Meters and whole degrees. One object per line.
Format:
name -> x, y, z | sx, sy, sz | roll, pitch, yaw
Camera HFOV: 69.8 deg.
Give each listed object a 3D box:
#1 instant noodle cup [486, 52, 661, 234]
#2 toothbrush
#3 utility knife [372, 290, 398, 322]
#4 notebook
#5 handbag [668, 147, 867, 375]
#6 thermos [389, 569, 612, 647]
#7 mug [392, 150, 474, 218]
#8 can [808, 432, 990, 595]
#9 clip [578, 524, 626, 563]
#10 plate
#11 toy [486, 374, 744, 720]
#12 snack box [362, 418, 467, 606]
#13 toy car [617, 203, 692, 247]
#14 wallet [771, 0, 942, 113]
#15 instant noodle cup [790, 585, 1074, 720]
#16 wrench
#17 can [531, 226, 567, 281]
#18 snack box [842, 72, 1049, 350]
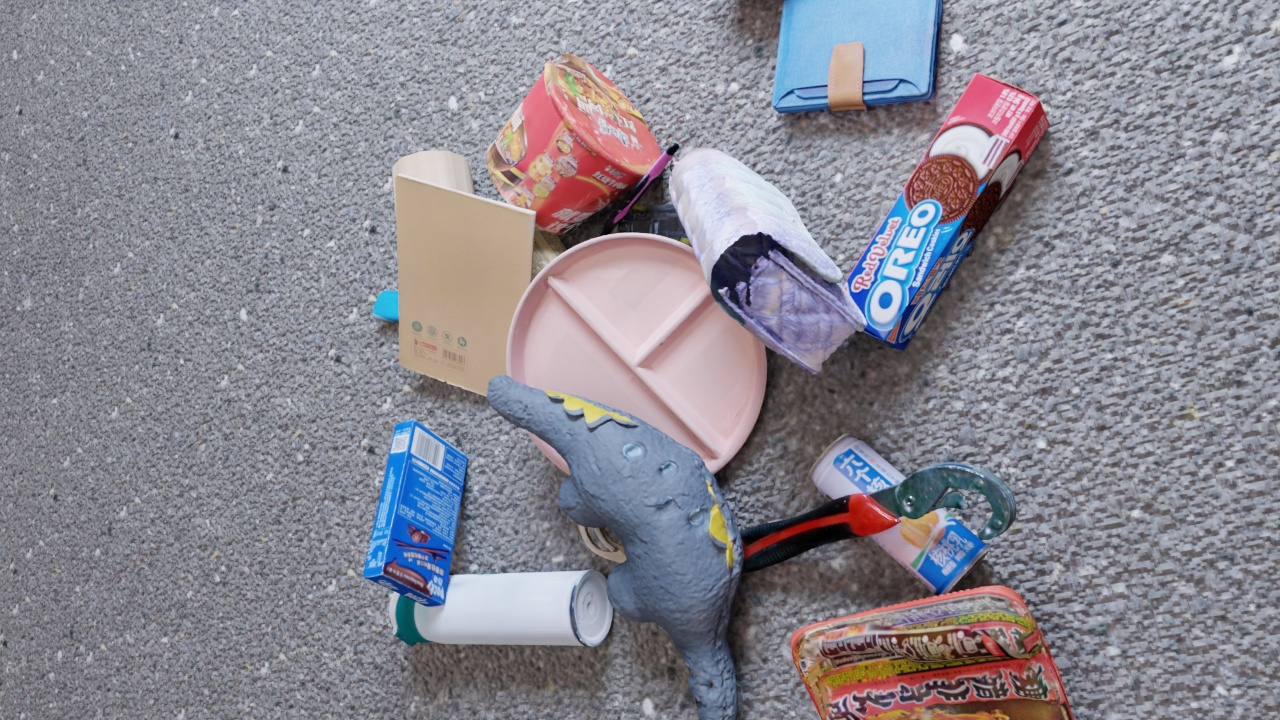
instant noodle cup -> -0.064, -0.187, 0.831 | 0.109, 0.137, 0.138 | -38, 68, 29
toothbrush -> -0.016, -0.136, 0.814 | 0.190, 0.014, 0.017 | -43, 51, 50
utility knife -> -0.195, -0.052, 0.948 | 0.199, 0.018, 0.034 | 5, 85, 26
notebook -> -0.169, -0.062, 0.871 | 0.148, 0.008, 0.208 | 18, 122, 17
handbag -> 0.091, -0.083, 0.693 | 0.076, 0.134, 0.193 | -47, 27, 17
thermos -> -0.138, 0.231, 0.863 | 0.225, 0.073, 0.073 | -9, 81, 28
mug -> -0.216, -0.142, 0.942 | 0.125, 0.084, 0.103 | -25, 70, 52
can -> 0.194, 0.116, 0.698 | 0.134, 0.053, 0.053 | 42, 105, 25
clip -> -0.022, 0.172, 0.824 | 0.093, 0.035, 0.103 | -11, 88, 23
plate -> -0.005, 0.005, 0.796 | 0.230, 0.028, 0.229 | 2, 100, 12
toy -> 0.009, 0.141, 0.751 | 0.138, 0.091, 0.356 | -32, 87, 15
snack box -> -0.209, 0.143, 0.865 | 0.026, 0.084, 0.156 | -16, 51, 25
toy car -> 0.023, -0.119, 0.825 | 0.091, 0.035, 0.042 | 1, 87, 31
wallet -> 0.177, -0.257, 0.756 | 0.133, 0.040, 0.106 | 3, 82, 30
instant noodle cup -> 0.213, 0.237, 0.641 | 0.165, 0.078, 0.189 | -19, 102, 25
wrench -> 0.152, 0.125, 0.691 | 0.274, 0.016, 0.056 | -26, 81, 46
can -> -0.080, -0.070, 0.864 | 0.059, 0.058, 0.116 | -42, 67, 19
snack box -> 0.227, -0.108, 0.701 | 0.057, 0.058, 0.208 | 37, 103, 29
